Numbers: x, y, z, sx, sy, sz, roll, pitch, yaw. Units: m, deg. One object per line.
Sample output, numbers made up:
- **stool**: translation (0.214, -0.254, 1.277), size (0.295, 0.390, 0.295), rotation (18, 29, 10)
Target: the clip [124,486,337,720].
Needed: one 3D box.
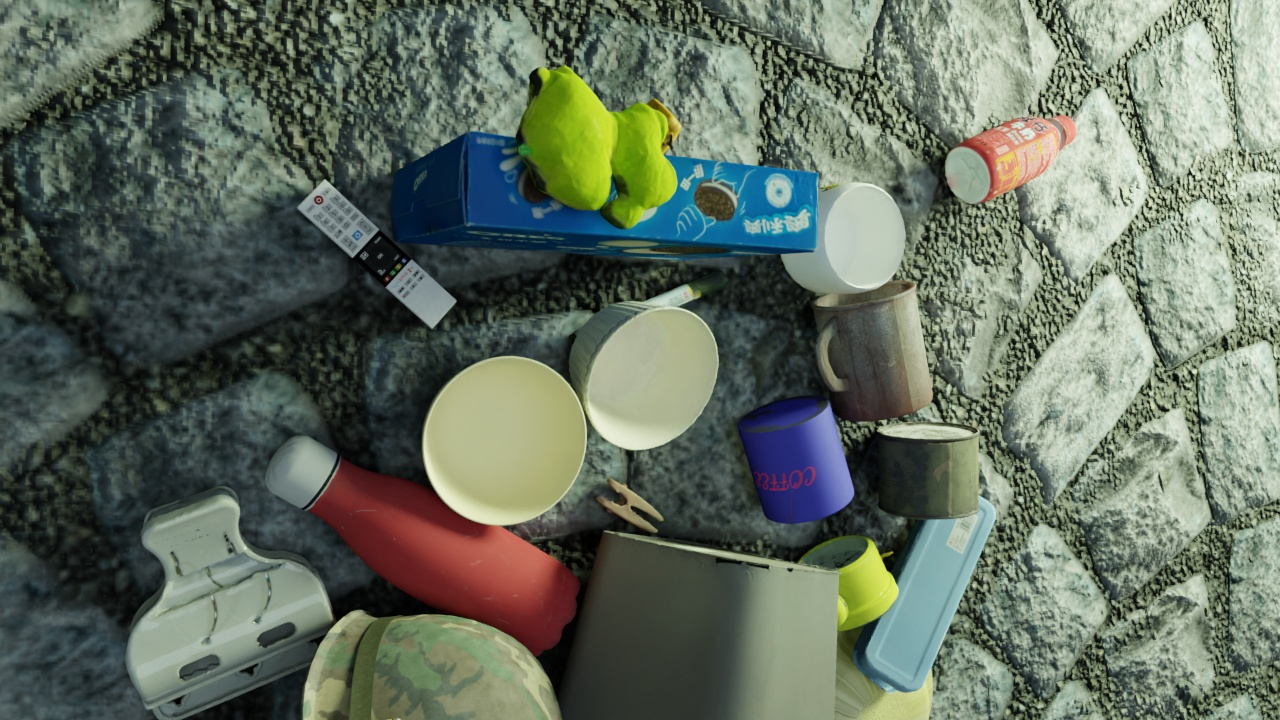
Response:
- **clip**: translation (-0.273, 0.158, 0.599), size (0.125, 0.089, 0.151), rotation (-20, 112, -26)

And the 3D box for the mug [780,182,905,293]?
- **mug**: translation (0.163, -0.103, 0.788), size (0.115, 0.068, 0.094), rotation (-7, 97, -25)

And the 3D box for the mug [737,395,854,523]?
- **mug**: translation (0.141, 0.078, 0.794), size (0.111, 0.079, 0.083), rotation (-33, 110, -50)

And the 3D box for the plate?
- **plate**: translation (0.219, 0.336, 0.867), size (0.184, 0.036, 0.184), rotation (-2, 95, -26)

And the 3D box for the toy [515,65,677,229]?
- **toy**: translation (-0.024, -0.115, 0.499), size (0.093, 0.036, 0.094), rotation (-22, 108, -29)

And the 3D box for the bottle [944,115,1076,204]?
- **bottle**: translation (0.362, -0.201, 0.881), size (0.137, 0.062, 0.062), rotation (-26, 105, -23)

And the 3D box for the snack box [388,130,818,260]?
- **snack box**: translation (-0.032, -0.102, 0.624), size (0.238, 0.196, 0.056), rotation (1, 94, -26)

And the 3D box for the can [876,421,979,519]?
- **can**: translation (0.263, 0.100, 0.840), size (0.089, 0.090, 0.074), rotation (-5, 96, -25)

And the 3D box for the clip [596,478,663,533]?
- **clip**: translation (-0.007, 0.117, 0.750), size (0.061, 0.026, 0.049), rotation (0, 90, -19)

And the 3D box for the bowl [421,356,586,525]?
- **bowl**: translation (-0.108, 0.053, 0.667), size (0.117, 0.074, 0.118), rotation (-2, 95, -26)

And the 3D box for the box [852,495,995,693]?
- **box**: translation (0.265, 0.212, 0.870), size (0.067, 0.052, 0.209), rotation (32, 65, 5)

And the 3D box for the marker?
- **marker**: translation (0.008, -0.042, 0.747), size (0.146, 0.017, 0.017), rotation (-24, 104, -23)

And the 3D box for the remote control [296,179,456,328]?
- **remote control**: translation (-0.186, -0.074, 0.653), size (0.124, 0.012, 0.028), rotation (45, 75, -22)

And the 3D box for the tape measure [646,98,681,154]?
- **tape measure**: translation (0.003, -0.169, 0.708), size (0.059, 0.068, 0.030), rotation (-41, 113, 9)

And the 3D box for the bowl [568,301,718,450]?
- **bowl**: translation (-0.004, 0.004, 0.708), size (0.115, 0.062, 0.115), rotation (-13, 118, -27)

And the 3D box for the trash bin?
- **trash bin**: translation (0.043, 0.252, 0.682), size (0.197, 0.198, 0.220), rotation (21, 77, -52)

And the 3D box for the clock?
- **clock**: translation (0.170, 0.203, 0.808), size (0.118, 0.083, 0.057), rotation (-28, 100, -25)

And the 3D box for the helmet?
- **helmet**: translation (-0.167, 0.270, 0.578), size (0.236, 0.193, 0.223), rotation (3, 51, 1)

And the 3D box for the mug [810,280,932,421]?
- **mug**: translation (0.192, -0.004, 0.793), size (0.122, 0.096, 0.110), rotation (-23, 100, -37)

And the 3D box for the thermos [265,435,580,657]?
- **thermos**: translation (-0.153, 0.129, 0.652), size (0.240, 0.073, 0.073), rotation (37, 78, -23)
